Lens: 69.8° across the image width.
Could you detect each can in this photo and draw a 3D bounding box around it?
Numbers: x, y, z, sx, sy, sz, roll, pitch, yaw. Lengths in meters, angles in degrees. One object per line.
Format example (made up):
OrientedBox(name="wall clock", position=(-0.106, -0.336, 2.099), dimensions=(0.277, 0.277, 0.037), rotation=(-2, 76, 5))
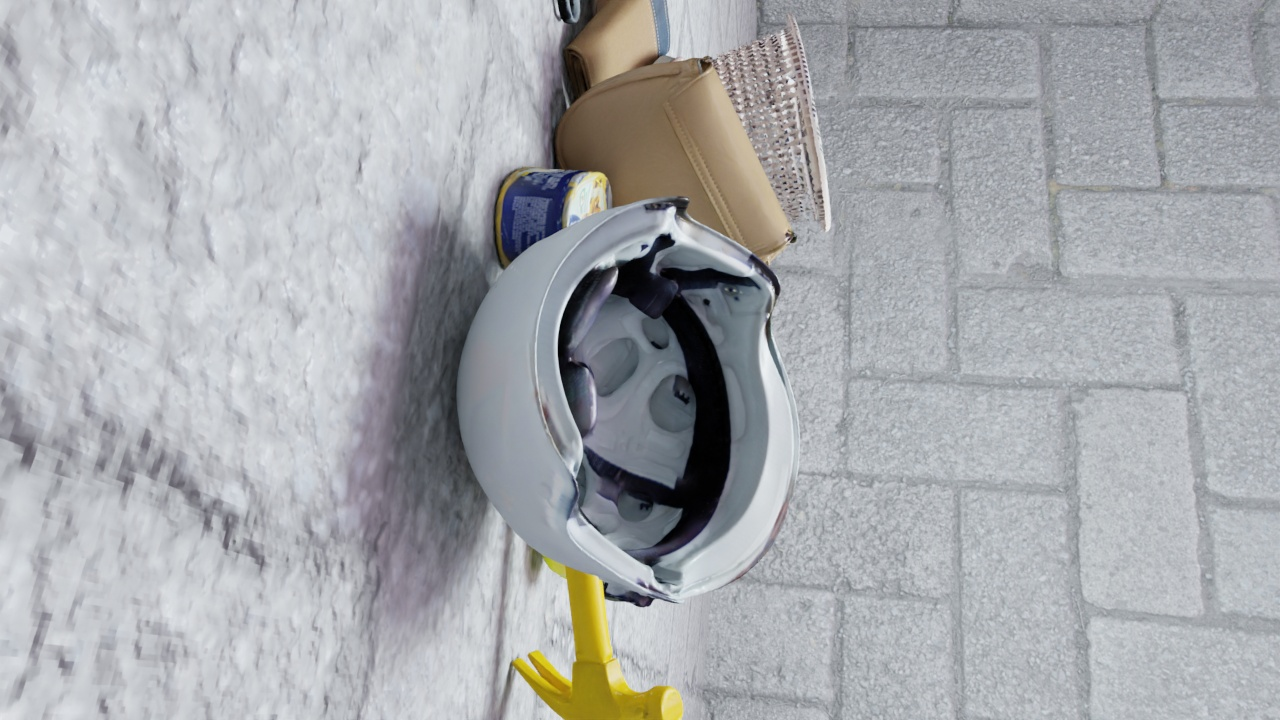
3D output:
OrientedBox(name="can", position=(-0.057, -0.100, 0.654), dimensions=(0.148, 0.049, 0.075), rotation=(-53, 146, -74))

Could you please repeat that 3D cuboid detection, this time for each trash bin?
OrientedBox(name="trash bin", position=(0.089, -0.231, 0.979), dimensions=(0.227, 0.192, 0.227), rotation=(-10, 89, -80))

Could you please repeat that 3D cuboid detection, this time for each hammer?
OrientedBox(name="hammer", position=(-0.047, 0.117, 0.668), dimensions=(0.032, 0.129, 0.300), rotation=(0, 82, -58))

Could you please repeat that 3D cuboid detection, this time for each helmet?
OrientedBox(name="helmet", position=(-0.015, 0.029, 0.574), dimensions=(0.258, 0.146, 0.228), rotation=(38, 63, -48))

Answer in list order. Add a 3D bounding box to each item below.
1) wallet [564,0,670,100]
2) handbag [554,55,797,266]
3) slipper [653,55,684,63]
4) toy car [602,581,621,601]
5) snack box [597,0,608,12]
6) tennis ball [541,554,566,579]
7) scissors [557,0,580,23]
OrientedBox(name="wallet", position=(-0.017, -0.263, 0.777), dimensions=(0.115, 0.033, 0.090), rotation=(-55, 156, -23))
OrientedBox(name="handbag", position=(0.028, -0.141, 0.751), dimensions=(0.204, 0.148, 0.099), rotation=(61, 19, -19))
OrientedBox(name="slipper", position=(0.011, -0.149, 0.870), dimensions=(0.113, 0.054, 0.275), rotation=(-51, 159, -56))
OrientedBox(name="toy car", position=(-0.021, 0.195, 0.965), dimensions=(0.045, 0.053, 0.120), rotation=(-58, 148, -75))
OrientedBox(name="snack box", position=(-0.004, -0.372, 0.826), dimensions=(0.085, 0.026, 0.157), rotation=(96, 12, -62))
OrientedBox(name="tennis ball", position=(-0.049, 0.144, 0.738), dimensions=(0.065, 0.065, 0.065), rotation=(4, 89, -81))
OrientedBox(name="scissors", position=(-0.055, -0.343, 0.692), dimensions=(0.159, 0.014, 0.178), rotation=(-38, 130, -79))
